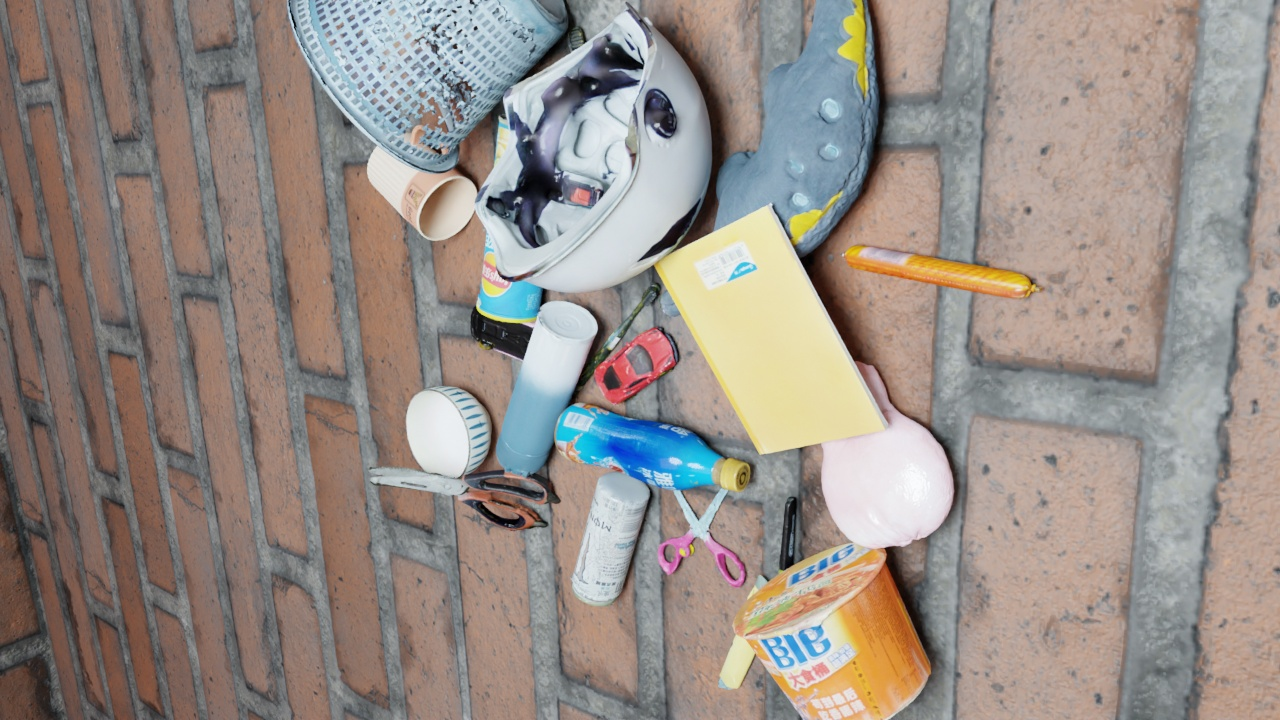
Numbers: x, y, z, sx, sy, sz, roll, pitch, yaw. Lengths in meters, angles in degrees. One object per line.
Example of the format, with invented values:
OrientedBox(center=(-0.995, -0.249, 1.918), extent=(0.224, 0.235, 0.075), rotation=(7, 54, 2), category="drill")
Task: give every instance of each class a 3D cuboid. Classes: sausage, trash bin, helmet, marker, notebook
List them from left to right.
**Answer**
OrientedBox(center=(-0.187, -0.328, 0.890), extent=(0.195, 0.226, 0.226), rotation=(-29, 83, 21), category="trash bin")
OrientedBox(center=(-0.026, -0.164, 0.818), extent=(0.230, 0.145, 0.258), rotation=(-24, 54, 41), category="helmet")
OrientedBox(center=(0.106, -0.017, 0.782), extent=(0.146, 0.010, 0.206), rotation=(-20, 103, 49), category="notebook")
OrientedBox(center=(0.143, 0.190, 0.888), extent=(0.015, 0.018, 0.124), rotation=(12, 109, 34), category="marker")
OrientedBox(center=(0.236, -0.072, 0.738), extent=(0.165, 0.021, 0.021), rotation=(17, 112, 35), category="sausage")

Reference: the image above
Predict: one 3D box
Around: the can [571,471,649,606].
OrientedBox(center=(-0.034, 0.196, 1.004), extent=(0.058, 0.058, 0.147), rotation=(31, 119, 29), category="can")

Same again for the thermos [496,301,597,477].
OrientedBox(center=(-0.108, 0.037, 1.001), extent=(0.070, 0.070, 0.221), rotation=(42, 131, 22), category="thermos")

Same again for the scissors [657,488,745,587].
OrientedBox(center=(0.064, 0.183, 0.952), extent=(0.135, 0.017, 0.134), rotation=(43, 121, 25), category="scissors")

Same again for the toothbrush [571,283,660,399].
OrientedBox(center=(-0.032, -0.016, 0.971), extent=(0.012, 0.017, 0.186), rotation=(30, 128, -14), category="toothbrush")

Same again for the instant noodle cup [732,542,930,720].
OrientedBox(center=(0.173, 0.245, 0.802), extent=(0.152, 0.151, 0.111), rotation=(-29, 92, 40), category="instant noodle cup")

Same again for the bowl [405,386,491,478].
OrientedBox(center=(-0.225, 0.085, 1.121), extent=(0.117, 0.066, 0.116), rotation=(10, 108, 36), category="bowl")

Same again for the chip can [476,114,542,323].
OrientedBox(center=(-0.128, -0.149, 0.976), extent=(0.071, 0.071, 0.210), rotation=(25, 116, 31), category="chip can")

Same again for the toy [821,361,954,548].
OrientedBox(center=(0.199, 0.082, 0.790), extent=(0.122, 0.054, 0.159), rotation=(-35, 68, 39), category="toy")

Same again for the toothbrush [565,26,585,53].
OrientedBox(center=(-0.051, -0.227, 0.923), extent=(0.027, 0.026, 0.212), rotation=(-7, 97, 17), category="toothbrush")

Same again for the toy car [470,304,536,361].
OrientedBox(center=(-0.140, -0.030, 1.043), extent=(0.122, 0.037, 0.056), rotation=(22, 122, 19), category="toy car")

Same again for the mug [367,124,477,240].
OrientedBox(center=(-0.246, -0.213, 1.044), extent=(0.106, 0.081, 0.115), rotation=(42, 130, 24), category="mug")

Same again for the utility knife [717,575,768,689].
OrientedBox(center=(0.108, 0.287, 0.943), extent=(0.031, 0.018, 0.163), rotation=(36, 120, 31), category="utility knife")

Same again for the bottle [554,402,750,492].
OrientedBox(center=(0.011, 0.093, 0.936), extent=(0.219, 0.065, 0.065), rotation=(11, 109, 35), category="bottle")

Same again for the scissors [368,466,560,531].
OrientedBox(center=(-0.211, 0.161, 1.087), extent=(0.207, 0.015, 0.193), rotation=(-24, 119, 19), category="scissors")

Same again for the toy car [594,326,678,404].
OrientedBox(center=(-0.006, 0.006, 0.948), extent=(0.107, 0.031, 0.049), rotation=(-35, 81, 37), category="toy car")

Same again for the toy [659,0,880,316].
OrientedBox(center=(0.120, -0.160, 0.764), extent=(0.138, 0.091, 0.357), rotation=(48, 125, 32), category="toy")
